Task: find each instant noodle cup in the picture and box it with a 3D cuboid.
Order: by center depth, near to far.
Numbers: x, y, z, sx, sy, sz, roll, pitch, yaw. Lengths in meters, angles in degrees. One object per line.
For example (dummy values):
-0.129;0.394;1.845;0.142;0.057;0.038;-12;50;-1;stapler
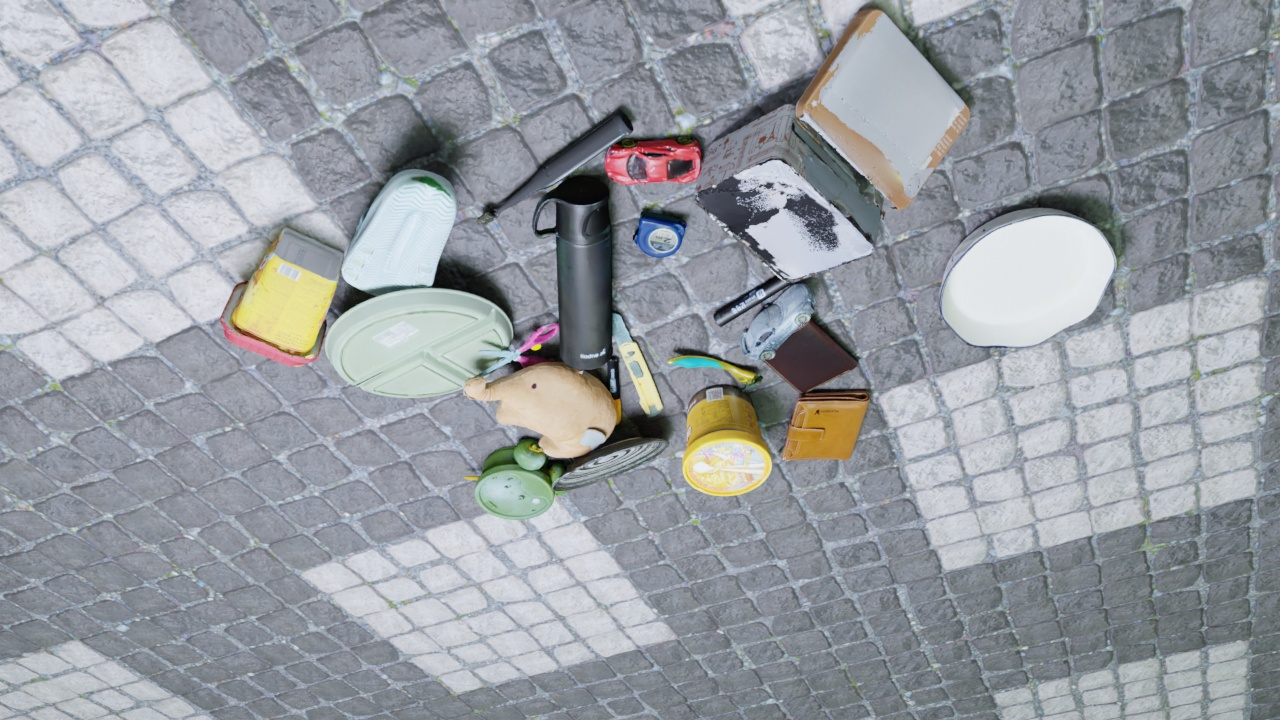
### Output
-0.411;-0.077;1.075;0.116;0.116;0.124;25;116;-24;instant noodle cup
0.114;0.105;1.256;0.118;0.114;0.119;-1;135;-1;instant noodle cup

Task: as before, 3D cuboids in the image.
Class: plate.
0.464;-0.101;1.118;0.205;0.045;0.205;0;135;-1;plate
-0.272;-0.014;1.143;0.230;0.027;0.231;-11;150;-6;plate
-0.044;0.141;1.300;0.179;0.024;0.179;-20;164;-6;plate

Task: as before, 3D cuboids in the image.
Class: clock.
-0.171;0.173;1.354;0.161;0.056;0.116;-26;130;22;clock

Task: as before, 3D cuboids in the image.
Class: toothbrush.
-0.100;-0.206;1.011;0.213;0.027;0.026;-29;90;24;toothbrush

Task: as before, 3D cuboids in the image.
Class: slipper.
-0.268;-0.143;1.029;0.104;0.074;0.246;13;149;-23;slipper

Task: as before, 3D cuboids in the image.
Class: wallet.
0.218;-0.005;1.221;0.097;0.020;0.122;-30;129;31;wallet
0.256;0.095;1.310;0.119;0.035;0.131;-4;136;-7;wallet

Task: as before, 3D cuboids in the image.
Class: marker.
0.149;-0.082;1.145;0.132;0.020;0.022;-31;156;24;marker
-0.037;0.043;1.261;0.018;0.015;0.124;-4;132;-4;marker

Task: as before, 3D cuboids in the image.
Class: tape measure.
0.022;-0.148;1.072;0.058;0.025;0.055;11;134;-7;tape measure

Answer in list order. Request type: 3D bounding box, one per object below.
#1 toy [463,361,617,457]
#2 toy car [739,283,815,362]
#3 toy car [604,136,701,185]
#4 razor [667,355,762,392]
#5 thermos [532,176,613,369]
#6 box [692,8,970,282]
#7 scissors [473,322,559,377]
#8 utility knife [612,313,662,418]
-0.127;0.052;1.210;0.144;0.082;0.226;-40;131;15;toy
0.171;-0.049;1.152;0.036;0.054;0.121;25;128;-26;toy car
0.014;-0.215;1.004;0.106;0.031;0.049;-1;133;2;toy car
0.097;0.012;1.226;0.132;0.028;0.043;15;163;-19;razor
-0.078;-0.098;1.088;0.090;0.068;0.243;-6;133;-7;thermos
0.201;-0.209;0.961;0.179;0.132;0.272;35;119;-30;box
-0.157;-0.005;1.178;0.133;0.017;0.131;-30;156;-2;scissors
-0.007;0.007;1.232;0.031;0.021;0.208;-17;128;6;utility knife
